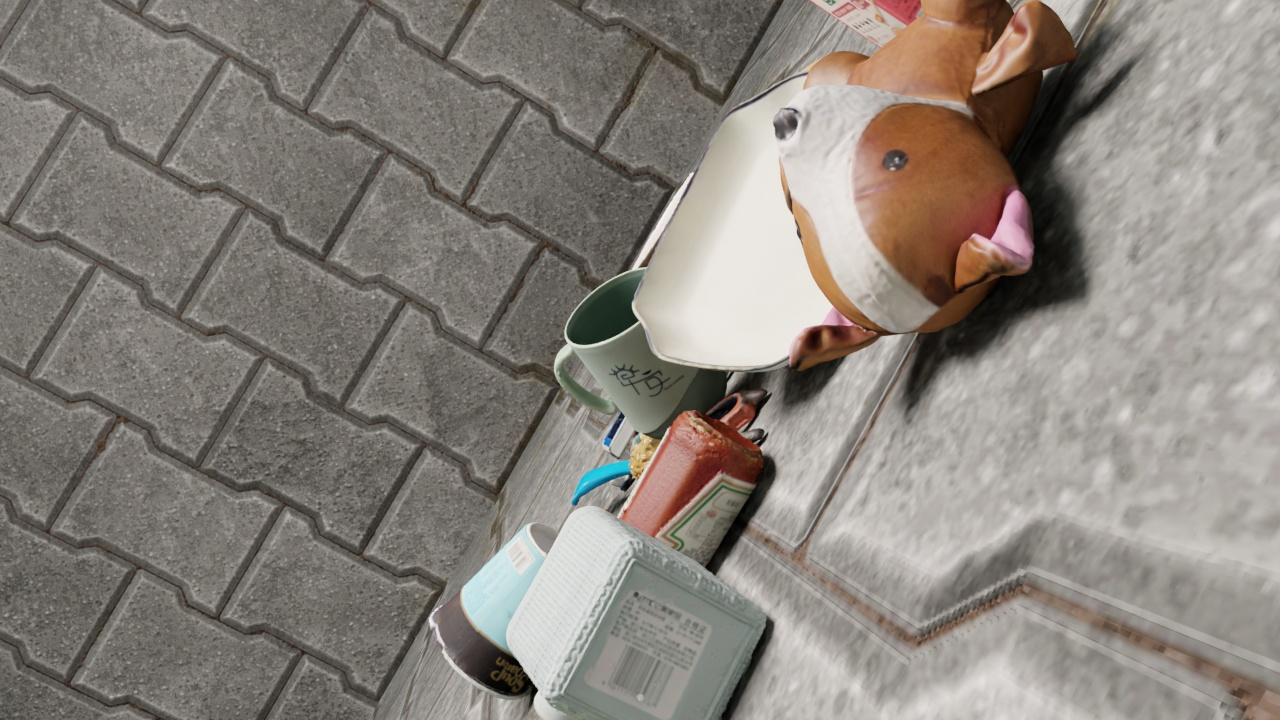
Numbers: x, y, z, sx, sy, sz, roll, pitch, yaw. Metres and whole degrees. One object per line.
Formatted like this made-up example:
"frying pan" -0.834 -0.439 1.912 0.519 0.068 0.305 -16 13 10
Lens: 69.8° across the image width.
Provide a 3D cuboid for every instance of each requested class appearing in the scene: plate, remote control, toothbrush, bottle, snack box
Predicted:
"plate" 0.098 -0.093 0.598 0.162 0.034 0.265 4 56 35
"remote control" 0.001 0.038 0.902 0.125 0.024 0.049 -59 7 -4
"toothbrush" 0.009 0.070 0.832 0.182 0.018 0.015 122 169 -47
"bottle" -0.001 0.128 0.544 0.206 0.060 0.059 -60 7 8
"snack box" 0.175 -0.275 0.681 0.044 0.127 0.113 -58 8 12

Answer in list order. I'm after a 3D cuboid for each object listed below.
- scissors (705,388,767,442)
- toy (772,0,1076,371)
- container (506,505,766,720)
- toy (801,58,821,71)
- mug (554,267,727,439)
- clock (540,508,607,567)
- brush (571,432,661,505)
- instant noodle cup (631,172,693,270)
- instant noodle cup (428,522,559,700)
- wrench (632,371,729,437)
"scissors" 0.004 0.104 0.617 0.204 0.015 0.199 -55 16 -25
"toy" 0.118 -0.092 0.409 0.140 0.130 0.199 -40 30 55
"container" -0.004 0.130 0.445 0.090 0.090 0.111 -61 10 -11
"toy" 0.145 -0.176 0.721 0.143 0.082 0.225 -55 13 15
"mug" -0.004 0.004 0.669 0.112 0.106 0.082 -23 34 18
"clock" -0.050 0.177 0.703 0.082 0.055 0.121 -49 15 50
"brush" -0.013 0.090 0.804 0.255 0.046 0.083 -37 27 58
"instant noodle cup" 0.063 -0.074 0.699 0.118 0.114 0.118 -58 6 10
"instant noodle cup" -0.102 0.209 0.794 0.120 0.111 0.111 -51 8 6
"wrench" 0.031 0.039 0.864 0.056 0.016 0.274 -63 7 -22
